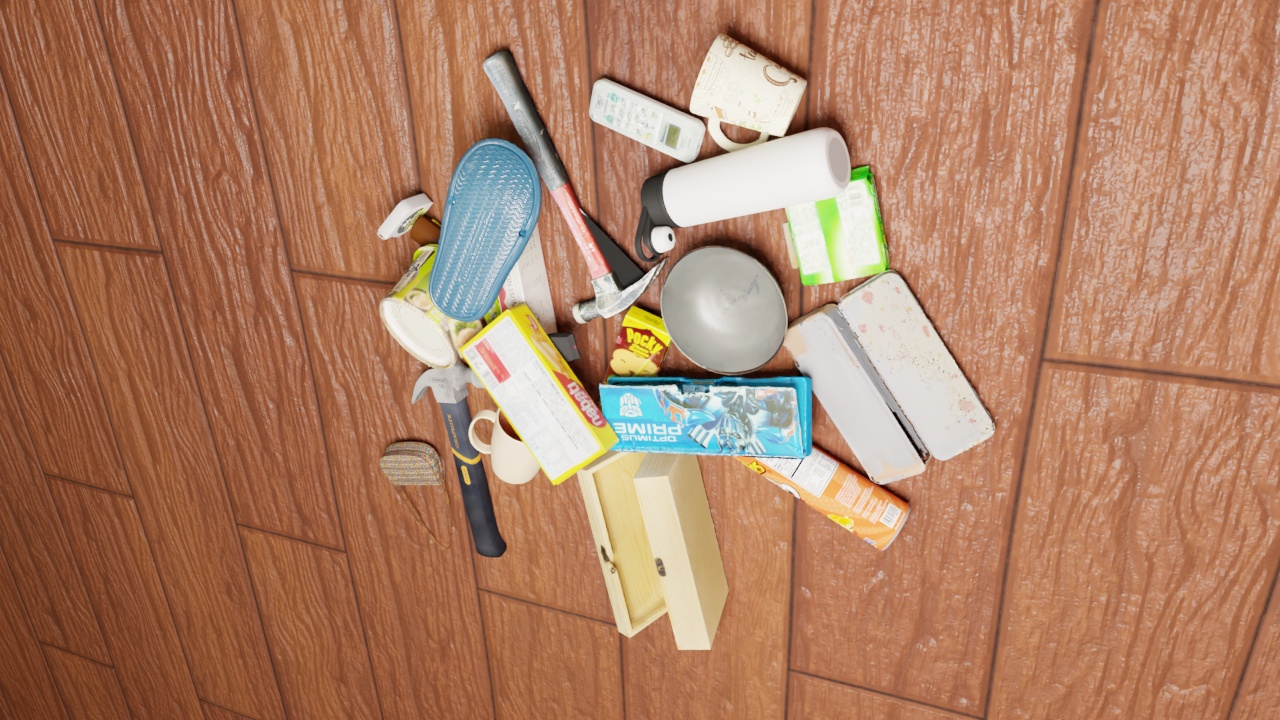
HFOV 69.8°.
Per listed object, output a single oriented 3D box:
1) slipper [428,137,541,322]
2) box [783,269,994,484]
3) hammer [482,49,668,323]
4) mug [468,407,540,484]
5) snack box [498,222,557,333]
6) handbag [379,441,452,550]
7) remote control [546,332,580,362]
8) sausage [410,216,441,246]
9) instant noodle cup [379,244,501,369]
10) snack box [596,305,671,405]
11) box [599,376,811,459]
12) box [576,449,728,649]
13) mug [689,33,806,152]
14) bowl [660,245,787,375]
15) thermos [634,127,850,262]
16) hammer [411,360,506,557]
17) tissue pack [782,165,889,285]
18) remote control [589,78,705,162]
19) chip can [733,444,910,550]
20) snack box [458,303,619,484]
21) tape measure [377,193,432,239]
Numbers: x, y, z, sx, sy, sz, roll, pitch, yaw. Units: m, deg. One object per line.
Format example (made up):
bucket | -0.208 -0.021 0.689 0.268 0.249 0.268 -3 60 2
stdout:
slipper | -0.173 -0.143 1.035 0.104 0.059 0.214 22 109 1
box | 0.269 0.023 1.004 0.157 0.063 0.216 -31 98 22
hammer | -0.086 -0.205 1.066 0.141 0.036 0.326 -19 104 33
mug | -0.173 0.106 1.221 0.111 0.085 0.105 18 133 -2
snack box | -0.142 -0.075 1.131 0.044 0.076 0.273 0 114 21
handbag | -0.318 0.205 1.381 0.094 0.043 0.196 -3 121 23
remote control | -0.132 -0.009 1.106 0.125 0.010 0.039 -8 110 25
sausage | -0.225 -0.130 1.165 0.155 0.040 0.040 36 124 6
instant noodle cup | -0.250 -0.062 1.144 0.146 0.097 0.146 28 148 19
snack box | -0.007 0.007 1.120 0.061 0.025 0.149 25 129 6
box | 0.069 0.064 1.042 0.244 0.066 0.091 -1 88 26
box | 0.027 0.222 1.160 0.149 0.140 0.249 -1 113 30
mug | 0.106 -0.258 0.934 0.097 0.080 0.122 24 143 5
bowl | 0.100 -0.063 1.030 0.151 0.056 0.151 11 118 21
thermos | 0.098 -0.167 0.950 0.230 0.068 0.101 -7 71 37
hammer | -0.240 0.146 1.308 0.139 0.035 0.313 2 114 27
tissue pack | 0.203 -0.137 0.959 0.100 0.034 0.114 -7 110 29
remote control | 0.007 -0.262 0.998 0.133 0.022 0.050 27 133 12
chip can | 0.206 0.138 1.073 0.210 0.062 0.062 32 123 9
snack box | -0.120 0.040 1.080 0.092 0.042 0.200 -36 88 28
tape measure | -0.297 -0.181 1.158 0.017 0.064 0.064 48 122 -2
